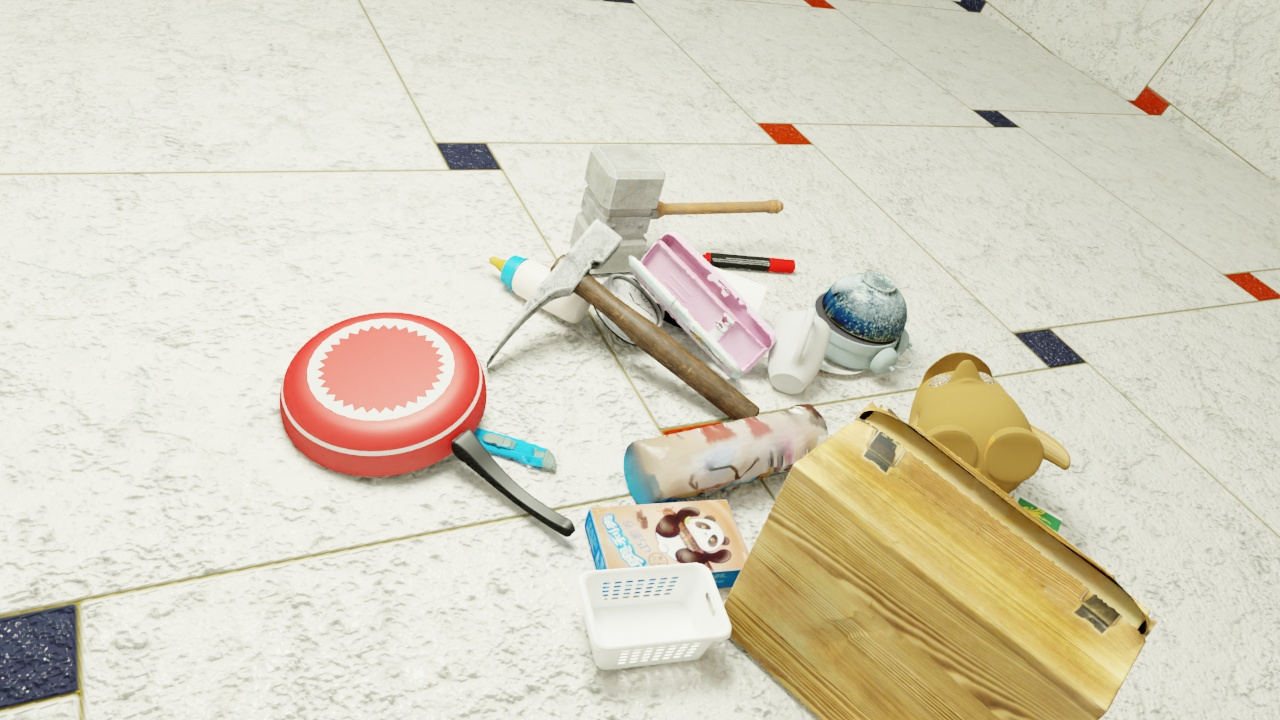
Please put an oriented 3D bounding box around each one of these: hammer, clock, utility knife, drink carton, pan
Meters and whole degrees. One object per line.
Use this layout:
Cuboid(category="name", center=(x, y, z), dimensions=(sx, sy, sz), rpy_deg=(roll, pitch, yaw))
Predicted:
Cuboid(category="hammer", center=(-0.006, 0.006, 1.076), dimensions=(0.300, 0.037, 0.217), rpy_deg=(38, 76, 0))
Cuboid(category="clock", center=(-0.011, -0.069, 1.167), dimensions=(0.094, 0.035, 0.122), rpy_deg=(48, 27, 1))
Cuboid(category="utility knife", center=(-0.170, 0.083, 0.968), dimensions=(0.173, 0.015, 0.031), rpy_deg=(14, 37, -1))
Cuboid(category="drink carton", center=(0.418, 0.207, 1.016), dimensions=(0.058, 0.041, 0.122), rpy_deg=(31, 40, 17))
Cuboid(category="clock", center=(0.297, -0.036, 1.242), dimensions=(0.159, 0.045, 0.122), rpy_deg=(31, 40, 16))
Cuboid(category="pan", center=(-0.207, 0.064, 0.931), dimensions=(0.356, 0.067, 0.208), rpy_deg=(30, 49, 21))
Cuboid(category="hammer", center=(0.071, -0.215, 1.299), dimensions=(0.317, 0.163, 0.083), rpy_deg=(-6, 44, -27))

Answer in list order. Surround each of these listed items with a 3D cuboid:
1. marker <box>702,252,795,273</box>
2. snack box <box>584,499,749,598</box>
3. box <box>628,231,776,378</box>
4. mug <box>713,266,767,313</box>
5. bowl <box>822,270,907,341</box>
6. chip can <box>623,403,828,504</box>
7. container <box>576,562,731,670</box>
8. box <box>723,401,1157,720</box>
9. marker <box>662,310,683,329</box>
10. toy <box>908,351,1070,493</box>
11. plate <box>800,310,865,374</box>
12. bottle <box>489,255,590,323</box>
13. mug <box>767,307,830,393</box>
Cuboid(category="marker", center=(0.160, -0.146, 1.364), dimensions=(0.145, 0.021, 0.023), rpy_deg=(3, 18, -18))
Cuboid(category="snack box", center=(0.028, 0.184, 0.903), dimensions=(0.151, 0.034, 0.087), rpy_deg=(0, 42, -20))
Cuboid(category="box", center=(0.066, -0.063, 1.141), dimensions=(0.202, 0.088, 0.095), rpy_deg=(47, 32, 8))
Cuboid(category="mug", center=(0.116, -0.083, 1.240), dimensions=(0.090, 0.074, 0.110), rpy_deg=(21, 13, 5))
Cuboid(category="bowl", center=(0.305, -0.083, 1.217), dimensions=(0.114, 0.061, 0.114), rpy_deg=(10, 37, -8))
Cuboid(category="chip can", center=(0.097, 0.101, 0.995), dimensions=(0.229, 0.080, 0.079), rpy_deg=(-10, 46, -29))
Cuboid(category="container", center=(0.007, 0.232, 0.824), dimensions=(0.129, 0.050, 0.080), rpy_deg=(0, 41, -20))
Cuboid(category="box", center=(0.259, 0.195, 0.794), dimensions=(0.214, 0.258, 0.279), rpy_deg=(-27, 56, -39))
Cuboid(category="marker", center=(0.090, -0.040, 1.208), dimensions=(0.138, 0.022, 0.016), rpy_deg=(20, 25, 5))
Cuboid(category="toy", center=(0.384, 0.071, 1.085), dimensions=(0.199, 0.163, 0.202), rpy_deg=(1, 26, 8))
Cuboid(category="plate", center=(0.252, -0.022, 1.256), dimensions=(0.134, 0.011, 0.134), rpy_deg=(10, 39, -9))
Cuboid(category="bottle", center=(-0.133, -0.099, 1.173), dimensions=(0.146, 0.051, 0.051), rpy_deg=(28, 40, 14))
Cuboid(category="mug", center=(0.198, -0.016, 1.150), dimensions=(0.071, 0.107, 0.089), rpy_deg=(18, 58, 6))
